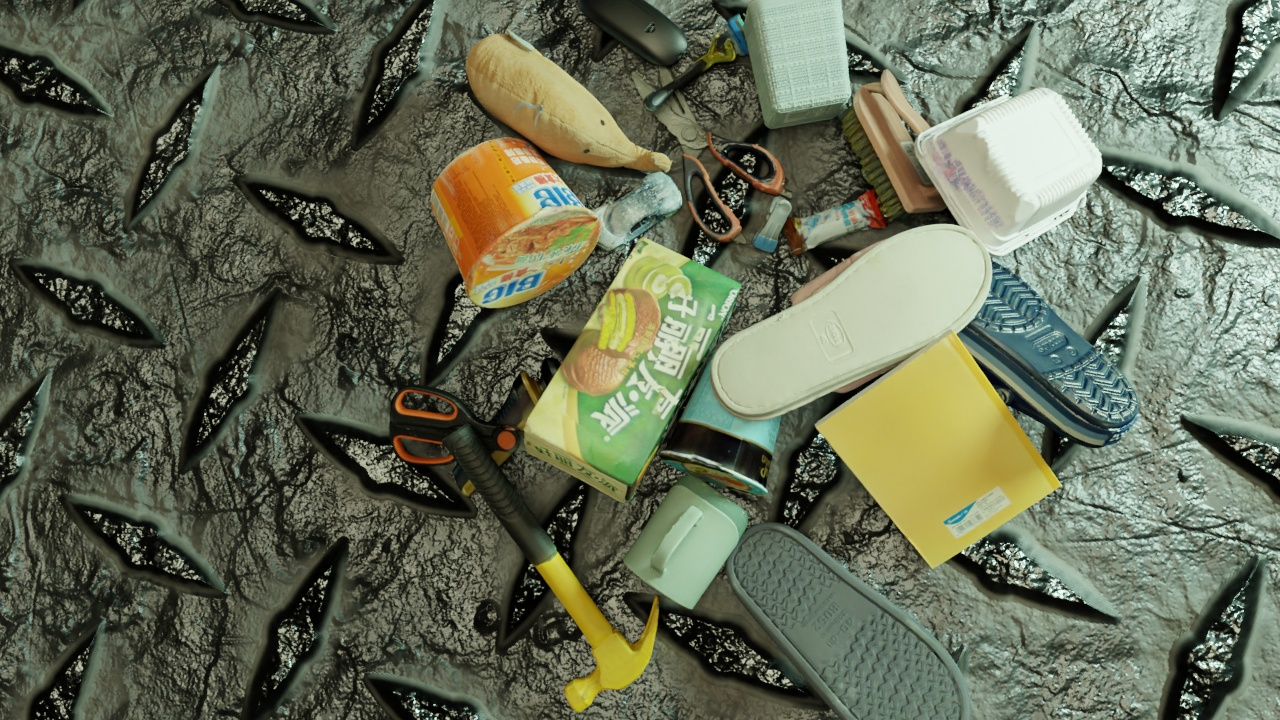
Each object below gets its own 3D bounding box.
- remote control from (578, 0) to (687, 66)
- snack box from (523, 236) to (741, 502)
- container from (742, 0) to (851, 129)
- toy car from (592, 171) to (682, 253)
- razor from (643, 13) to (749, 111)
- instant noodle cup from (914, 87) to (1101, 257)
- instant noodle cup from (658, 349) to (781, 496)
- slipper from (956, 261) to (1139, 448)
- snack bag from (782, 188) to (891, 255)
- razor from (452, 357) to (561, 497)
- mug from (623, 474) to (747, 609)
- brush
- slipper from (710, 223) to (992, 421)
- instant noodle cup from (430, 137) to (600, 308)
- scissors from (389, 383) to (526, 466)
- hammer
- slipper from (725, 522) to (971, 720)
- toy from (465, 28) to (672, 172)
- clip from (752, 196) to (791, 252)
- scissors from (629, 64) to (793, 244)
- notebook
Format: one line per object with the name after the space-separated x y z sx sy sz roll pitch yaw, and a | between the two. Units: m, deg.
-0.010 -0.364 0.978 0.136 0.024 0.053 39 84 15 | remote control
-0.005 0.005 0.881 0.114 0.063 0.239 27 67 8 | snack box
0.159 -0.299 0.918 0.090 0.090 0.111 -10 90 2 | container
-0.008 -0.154 0.953 0.105 0.031 0.049 -34 79 3 | toy car
0.058 -0.304 0.961 0.142 0.022 0.042 -39 103 -10 | razor
0.355 -0.187 0.857 0.173 0.060 0.138 -27 83 -28 | instant noodle cup
0.089 0.056 0.885 0.111 0.111 0.120 19 77 9 | instant noodle cup
0.342 -0.008 0.864 0.104 0.095 0.253 -26 57 -33 | slipper
0.198 -0.140 0.929 0.104 0.026 0.048 -15 68 4 | snack bag
-0.130 0.071 0.934 0.067 0.062 0.167 40 95 -21 | razor
0.042 0.167 0.866 0.082 0.112 0.106 34 87 19 | mug
0.253 -0.211 0.902 0.063 0.073 0.145 -11 72 -38 | brush
0.190 -0.031 0.833 0.274 0.054 0.114 -30 74 3 | slipper
-0.131 -0.141 0.914 0.151 0.151 0.111 -34 72 2 | instant noodle cup
-0.142 0.088 0.907 0.235 0.021 0.125 26 107 5 | scissors
-0.092 0.190 0.889 0.129 0.033 0.300 -35 94 0 | hammer
0.193 0.262 0.861 0.110 0.083 0.268 -44 62 -6 | slipper
-0.076 -0.244 0.917 0.226 0.143 0.083 38 114 10 | toy
0.134 -0.140 0.935 0.024 0.028 0.057 18 107 -13 | clip
0.070 -0.224 0.961 0.214 0.015 0.197 11 85 9 | scissors
0.273 0.087 0.833 0.146 0.010 0.206 -37 112 12 | notebook
